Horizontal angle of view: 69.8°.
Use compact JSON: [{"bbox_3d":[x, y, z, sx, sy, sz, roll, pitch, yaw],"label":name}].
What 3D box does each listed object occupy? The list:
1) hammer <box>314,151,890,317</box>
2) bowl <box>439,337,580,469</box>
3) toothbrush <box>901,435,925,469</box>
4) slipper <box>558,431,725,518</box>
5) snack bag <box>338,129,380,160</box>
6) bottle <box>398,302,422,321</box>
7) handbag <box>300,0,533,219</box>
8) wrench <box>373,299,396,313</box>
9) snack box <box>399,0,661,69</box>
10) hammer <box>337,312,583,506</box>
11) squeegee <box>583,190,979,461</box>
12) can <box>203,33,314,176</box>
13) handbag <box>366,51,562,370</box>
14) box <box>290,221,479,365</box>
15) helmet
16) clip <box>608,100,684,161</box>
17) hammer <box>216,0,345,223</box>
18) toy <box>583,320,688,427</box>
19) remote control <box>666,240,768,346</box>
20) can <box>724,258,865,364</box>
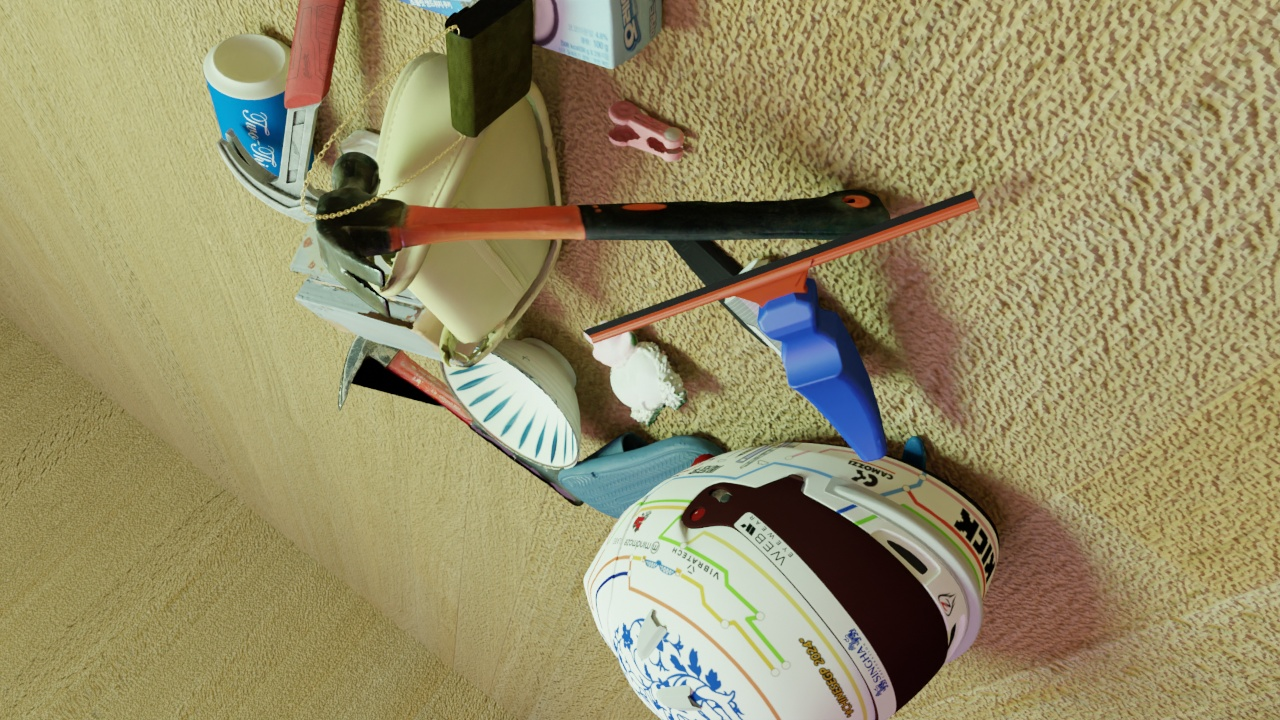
[{"bbox_3d":[-0.020,-0.082,0.539,0.333,0.132,0.033,-3,130,-5],"label":"hammer"},{"bbox_3d":[-0.115,0.026,0.941,0.177,0.070,0.178,27,147,19],"label":"bowl"},{"bbox_3d":[0.218,0.105,0.732,0.021,0.016,0.132,22,146,33],"label":"toothbrush"},{"bbox_3d":[0.007,0.116,0.940,0.214,0.059,0.104,-20,124,40],"label":"slipper"},{"bbox_3d":[-0.229,-0.155,0.861,0.077,0.036,0.116,22,145,27],"label":"snack bag"},{"bbox_3d":[-0.179,-0.064,0.905,0.162,0.056,0.056,5,135,45],"label":"bottle"},{"bbox_3d":[-0.124,-0.138,0.511,0.027,0.177,0.084,32,148,13],"label":"handbag"},{"bbox_3d":[-0.234,-0.071,0.906,0.274,0.009,0.047,-16,97,47],"label":"wrench"},{"bbox_3d":[-0.094,-0.245,0.572,0.226,0.059,0.060,26,144,24],"label":"snack box"},{"bbox_3d":[-0.197,0.073,1.065,0.326,0.140,0.036,36,151,-10],"label":"hammer"},{"bbox_3d":[0.117,0.000,0.595,0.250,0.055,0.185,-18,125,27],"label":"squeegee"},{"bbox_3d":[-0.353,-0.227,0.859,0.079,0.078,0.146,35,150,8],"label":"can"},{"bbox_3d":[-0.134,-0.107,0.695,0.088,0.190,0.233,26,166,15],"label":"handbag"},{"bbox_3d":[-0.237,-0.070,0.870,0.217,0.096,0.105,14,154,39],"label":"box"},{"bbox_3d":[0.100,0.198,0.738,0.315,0.235,0.231,-4,124,52],"label":"helmet"},{"bbox_3d":[0.004,-0.157,0.618,0.058,0.022,0.037,26,145,13],"label":"clip"},{"bbox_3d":[-0.264,-0.234,0.731,0.126,0.036,0.317,24,137,-10],"label":"hammer"},{"bbox_3d":[-0.005,0.005,0.823,0.109,0.041,0.096,49,148,-4],"label":"toy"},{"bbox_3d":[0.066,-0.058,0.689,0.124,0.010,0.039,45,149,-8],"label":"remote control"},{"bbox_3d":[0.109,-0.023,0.654,0.106,0.043,0.044,44,150,-6],"label":"can"}]
